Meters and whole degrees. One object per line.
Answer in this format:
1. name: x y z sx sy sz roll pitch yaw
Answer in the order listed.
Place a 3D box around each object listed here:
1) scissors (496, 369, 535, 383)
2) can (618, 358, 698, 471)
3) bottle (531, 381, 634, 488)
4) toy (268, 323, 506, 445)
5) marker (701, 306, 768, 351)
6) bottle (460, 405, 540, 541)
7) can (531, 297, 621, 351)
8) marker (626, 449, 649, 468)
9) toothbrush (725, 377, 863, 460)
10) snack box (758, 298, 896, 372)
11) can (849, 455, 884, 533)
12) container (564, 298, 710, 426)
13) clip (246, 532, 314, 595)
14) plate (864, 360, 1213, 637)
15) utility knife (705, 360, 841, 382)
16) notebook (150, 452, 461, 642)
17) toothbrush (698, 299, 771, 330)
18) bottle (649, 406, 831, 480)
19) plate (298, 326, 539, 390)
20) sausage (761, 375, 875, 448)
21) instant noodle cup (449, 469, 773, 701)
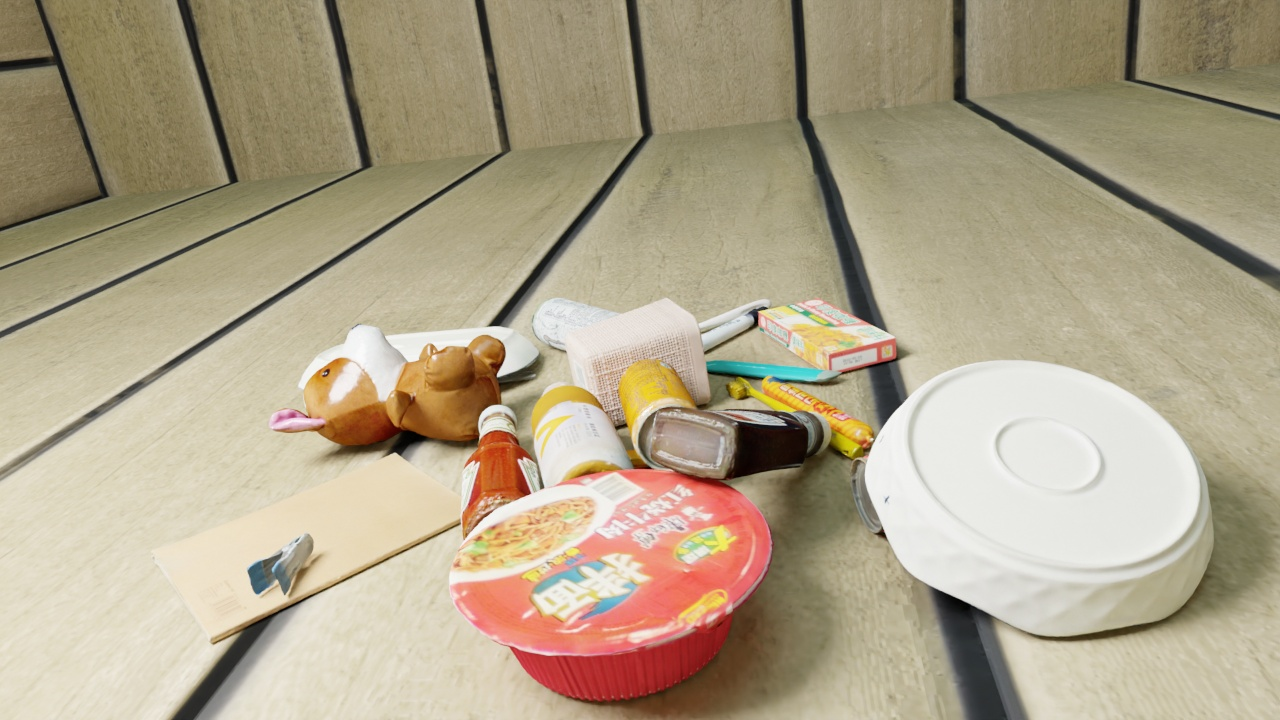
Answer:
1. scissors: -0.201 0.025 0.992 0.173 0.012 0.125 -20 24 -34
2. can: 0.016 0.042 0.759 0.058 0.058 0.146 -9 15 -4
3. bottle: -0.053 0.067 0.750 0.068 0.068 0.189 -11 21 -9
4. toy: -0.233 0.025 0.861 0.200 0.130 0.140 -13 3 14
5. marker: 0.100 -0.035 1.029 0.130 0.018 0.023 -26 19 -40
6. bottle: -0.112 0.089 0.732 0.059 0.060 0.206 -10 21 -6
7. can: -0.059 -0.032 1.020 0.058 0.058 0.147 -23 26 -34
8. marker: 0.042 0.077 0.767 0.124 0.015 0.018 -7 20 -4
9. toothbrush: 0.129 0.049 0.804 0.016 0.016 0.190 -21 24 -20
10. snack box: 0.191 -0.027 0.962 0.077 0.027 0.156 -13 22 -15
11. can: 0.218 0.080 0.638 0.132 0.053 0.053 -11 21 -8
12. container: -0.005 0.005 0.870 0.110 0.090 0.090 -17 23 -14
13. clip: -0.253 0.145 0.660 0.045 0.027 0.058 -7 18 16
14. plate: 0.247 0.071 0.572 0.205 0.046 0.204 -2 43 2
15. utility knife: 0.125 0.011 0.910 0.151 0.013 0.029 6 22 37
16. notebook: -0.255 0.137 0.722 0.211 0.012 0.150 -23 27 -34
17. toothbrush: 0.078 -0.043 1.061 0.179 0.016 0.016 -19 18 -25
18. bottle: 0.086 0.056 0.671 0.080 0.044 0.194 11 4 34
19. plate: -0.247 -0.004 1.020 0.266 0.034 0.161 -4 14 12
20. sausage: 0.151 0.043 0.802 0.021 0.021 0.165 -17 23 -21
21. instant noodle cup: -0.015 0.138 0.559 0.194 0.066 0.193 -7 22 3
